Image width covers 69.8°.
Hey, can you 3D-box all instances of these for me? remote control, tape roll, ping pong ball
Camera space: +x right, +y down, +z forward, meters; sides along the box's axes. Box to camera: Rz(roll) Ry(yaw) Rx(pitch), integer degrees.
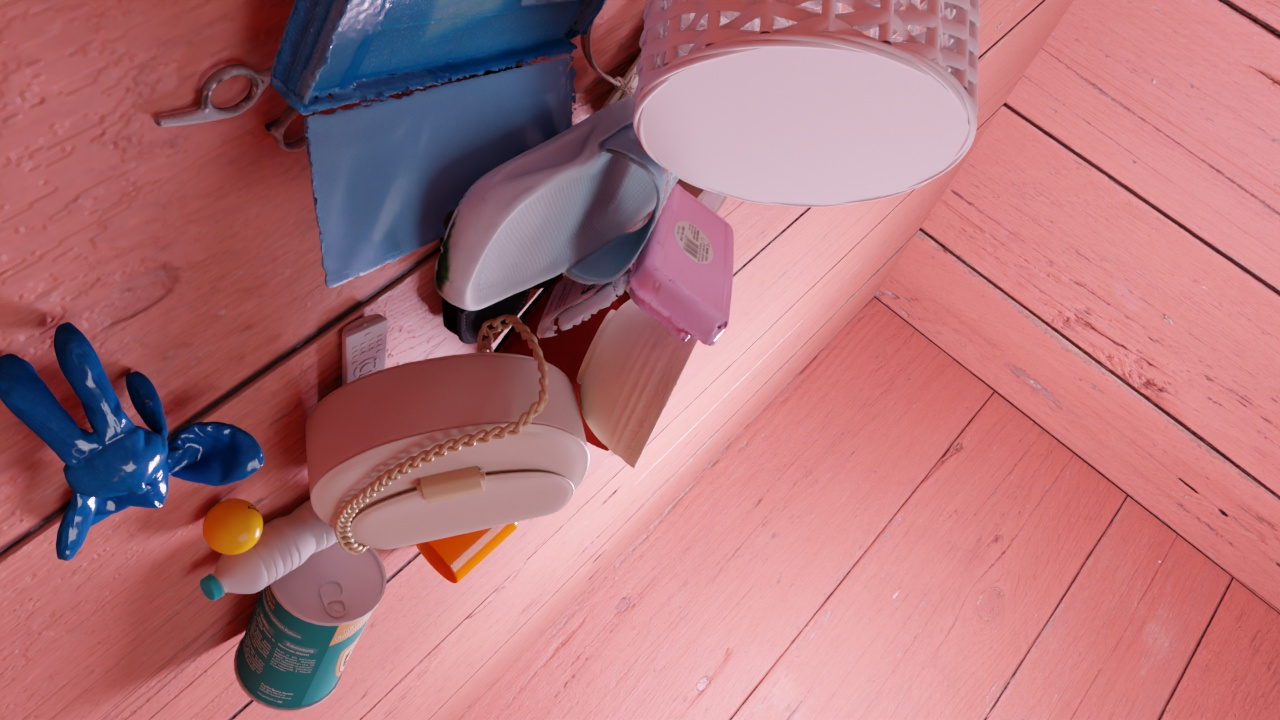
[{"bbox_3d":[-0.210,0.012,0.691,0.033,0.012,0.131,-30,158,-33],"label":"remote control"},{"bbox_3d":[0.060,-0.174,0.989,0.093,0.030,0.094,-45,166,-15],"label":"tape roll"},{"bbox_3d":[-0.295,0.120,0.663,0.040,0.040,0.040,-45,166,-15],"label":"ping pong ball"}]

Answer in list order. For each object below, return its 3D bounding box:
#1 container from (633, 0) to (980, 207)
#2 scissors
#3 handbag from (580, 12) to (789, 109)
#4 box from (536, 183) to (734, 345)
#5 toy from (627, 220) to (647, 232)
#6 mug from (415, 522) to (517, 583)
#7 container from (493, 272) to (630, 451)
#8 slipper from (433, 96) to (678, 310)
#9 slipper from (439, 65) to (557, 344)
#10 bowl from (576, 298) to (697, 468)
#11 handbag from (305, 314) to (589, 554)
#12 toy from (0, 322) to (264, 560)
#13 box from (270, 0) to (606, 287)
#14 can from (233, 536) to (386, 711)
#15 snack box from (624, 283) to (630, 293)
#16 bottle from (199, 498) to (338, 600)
[{"bbox_3d":[0.097,-0.210,0.523,0.189,0.189,0.186,68,27,-75],"label":"container"},{"bbox_3d":[-0.149,-0.155,0.430,0.153,0.014,0.130,-52,166,22],"label":"scissors"},{"bbox_3d":[0.018,-0.237,0.678,0.176,0.062,0.197,-52,157,13],"label":"handbag"},{"bbox_3d":[0.000,-0.063,0.697,0.102,0.111,0.201,-47,-166,25],"label":"box"},{"bbox_3d":[-0.016,-0.128,0.844,0.103,0.046,0.084,-38,152,-8],"label":"toy"},{"bbox_3d":[-0.214,0.202,1.089,0.095,0.077,0.113,-41,-168,-29],"label":"mug"},{"bbox_3d":[-0.065,-0.016,0.901,0.148,0.201,0.127,-50,130,1],"label":"container"},{"bbox_3d":[-0.031,-0.091,0.575,0.244,0.074,0.104,-40,159,-49],"label":"slipper"},{"bbox_3d":[-0.087,-0.086,0.661,0.108,0.083,0.266,-39,159,-30],"label":"slipper"},{"bbox_3d":[-0.004,0.004,0.746,0.150,0.075,0.150,30,85,-87],"label":"bowl"},{"bbox_3d":[-0.150,0.069,0.726,0.210,0.103,0.209,-11,151,-8],"label":"handbag"},{"bbox_3d":[-0.272,0.047,0.491,0.112,0.071,0.177,-30,160,-23],"label":"toy"},{"bbox_3d":[-0.092,-0.154,0.488,0.231,0.060,0.176,-39,155,-53],"label":"box"},{"bbox_3d":[-0.300,0.235,0.830,0.099,0.099,0.144,-29,156,-54],"label":"can"},{"bbox_3d":[-0.006,-0.041,1.030,0.106,0.083,0.061,-54,165,21],"label":"snack box"},{"bbox_3d":[-0.291,0.150,0.747,0.135,0.044,0.044,-33,159,-49],"label":"bottle"}]
